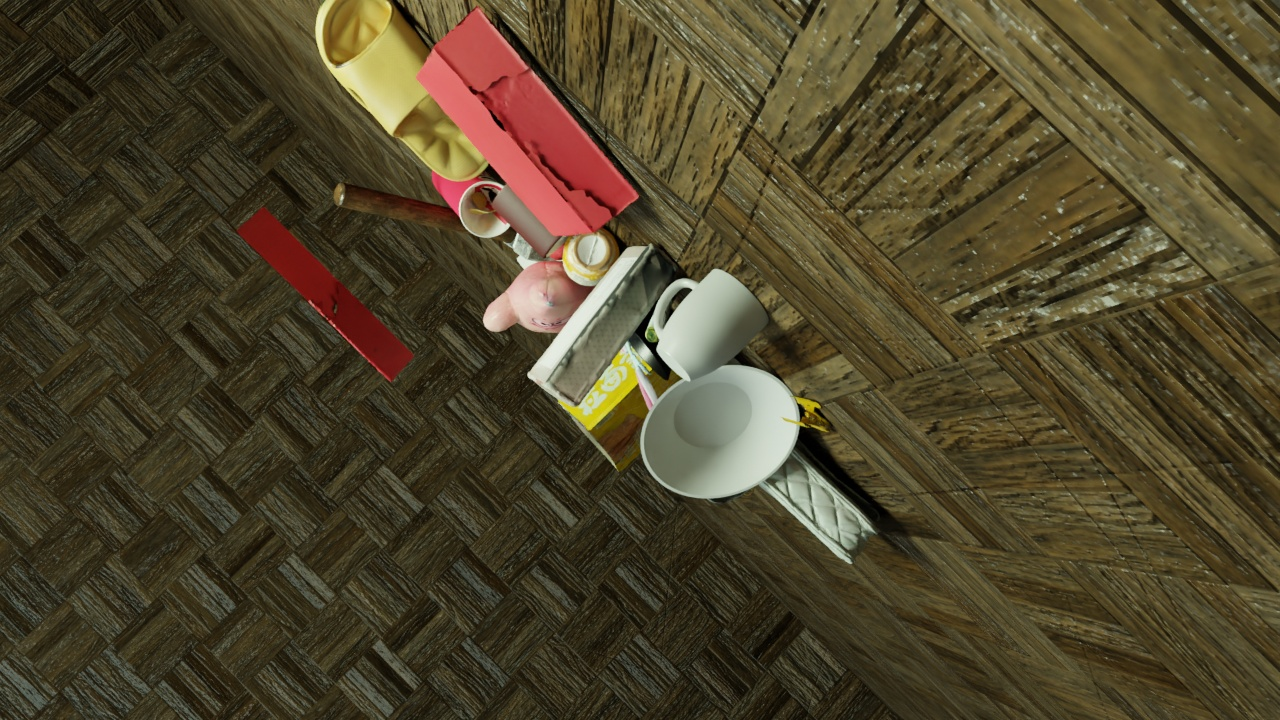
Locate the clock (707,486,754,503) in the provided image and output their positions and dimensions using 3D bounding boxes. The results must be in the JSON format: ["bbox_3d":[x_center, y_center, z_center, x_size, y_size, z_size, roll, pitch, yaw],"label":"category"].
[{"bbox_3d":[0.137,0.167,1.369,0.056,0.104,0.148,50,-178,42],"label":"clock"}]

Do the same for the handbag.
[{"bbox_3d":[0.199,0.150,1.100,0.195,0.072,0.139,43,180,5],"label":"handbag"}]

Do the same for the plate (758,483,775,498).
[{"bbox_3d":[0.189,0.180,1.458,0.178,0.012,0.178,43,171,8],"label":"plate"}]

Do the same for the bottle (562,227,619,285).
[{"bbox_3d":[-0.059,-0.116,1.060,0.063,0.063,0.108,45,172,-1],"label":"bottle"}]

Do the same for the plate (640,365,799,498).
[{"bbox_3d":[0.083,0.070,0.997,0.174,0.174,0.036,50,-168,-31],"label":"plate"}]

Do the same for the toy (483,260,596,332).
[{"bbox_3d":[-0.110,-0.081,1.179,0.236,0.192,0.097,-113,13,-84],"label":"toy"}]

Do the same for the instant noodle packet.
[{"bbox_3d":[-0.009,0.069,1.354,0.084,0.163,0.222,39,169,31],"label":"instant noodle packet"}]

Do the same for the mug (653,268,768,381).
[{"bbox_3d":[0.050,-0.036,0.853,0.107,0.089,0.071,37,168,41],"label":"mug"}]

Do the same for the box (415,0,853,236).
[{"bbox_3d":[-0.023,-0.276,0.821,0.213,0.375,0.147,47,-156,-18],"label":"box"}]

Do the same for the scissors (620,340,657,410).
[{"bbox_3d":[-0.012,-0.004,1.094,0.175,0.013,0.171,56,172,46],"label":"scissors"}]

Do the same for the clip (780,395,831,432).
[{"bbox_3d":[0.172,0.059,0.946,0.054,0.048,0.046,-170,60,-72],"label":"clip"}]

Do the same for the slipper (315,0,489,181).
[{"bbox_3d":[-0.252,-0.291,1.016,0.263,0.099,0.078,48,-175,-47],"label":"slipper"}]

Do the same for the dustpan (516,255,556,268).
[{"bbox_3d":[-0.103,-0.111,1.436,0.191,0.053,0.257,45,-178,0],"label":"dustpan"}]

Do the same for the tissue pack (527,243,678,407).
[{"bbox_3d":[-0.034,-0.034,0.957,0.071,0.181,0.104,36,174,-16],"label":"tissue pack"}]

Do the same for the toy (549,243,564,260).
[{"bbox_3d":[-0.123,-0.167,1.177,0.091,0.045,0.135,40,169,15],"label":"toy"}]

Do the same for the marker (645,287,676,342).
[{"bbox_3d":[0.022,-0.048,0.943,0.017,0.017,0.146,46,-160,-10],"label":"marker"}]

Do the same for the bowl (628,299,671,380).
[{"bbox_3d":[0.013,-0.040,1.111,0.124,0.052,0.124,49,174,7],"label":"bowl"}]

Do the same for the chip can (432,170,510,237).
[{"bbox_3d":[-0.224,-0.223,1.208,0.069,0.069,0.220,50,178,-30],"label":"chip can"}]

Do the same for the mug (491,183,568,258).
[{"bbox_3d":[-0.108,-0.173,1.043,0.082,0.073,0.105,45,-160,-3],"label":"mug"}]

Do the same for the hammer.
[{"bbox_3d":[-0.294,-0.212,1.284,0.300,0.037,0.218,8,-161,-41],"label":"hammer"}]

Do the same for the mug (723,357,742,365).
[{"bbox_3d":[0.078,0.036,1.047,0.074,0.090,0.110,41,171,20],"label":"mug"}]
